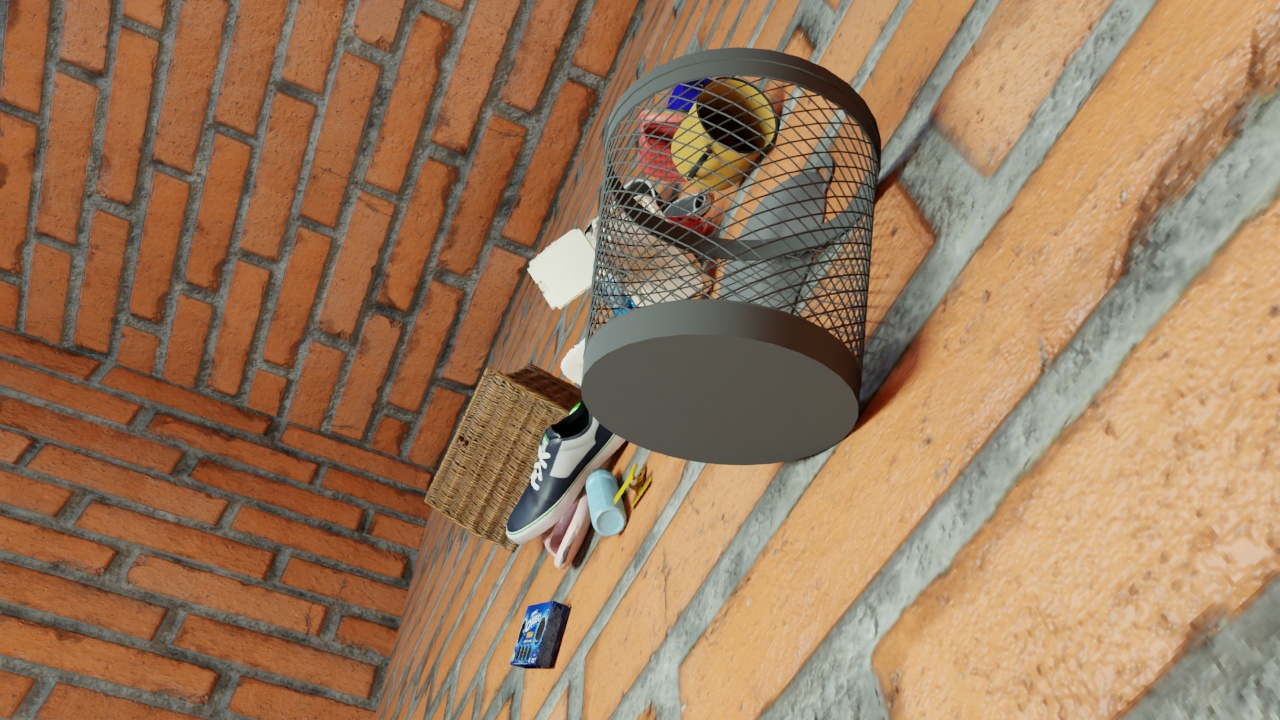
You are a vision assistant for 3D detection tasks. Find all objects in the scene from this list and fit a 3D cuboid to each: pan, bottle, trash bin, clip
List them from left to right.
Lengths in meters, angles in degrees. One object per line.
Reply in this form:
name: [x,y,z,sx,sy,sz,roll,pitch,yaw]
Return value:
bottle: [-0.044,0.166,1.108,0.130,0.040,0.040,-115,47,-72]
clip: [-0.004,0.141,1.046,0.049,0.044,0.054,-21,-32,-47]
pan: [0.021,-0.198,1.368,0.358,0.055,0.187,-4,75,61]
trash bin: [0.066,-0.065,0.677,0.218,0.217,0.226,131,152,-56]
pan: [0.093,-0.050,0.929,0.216,0.024,0.355,-93,27,-60]

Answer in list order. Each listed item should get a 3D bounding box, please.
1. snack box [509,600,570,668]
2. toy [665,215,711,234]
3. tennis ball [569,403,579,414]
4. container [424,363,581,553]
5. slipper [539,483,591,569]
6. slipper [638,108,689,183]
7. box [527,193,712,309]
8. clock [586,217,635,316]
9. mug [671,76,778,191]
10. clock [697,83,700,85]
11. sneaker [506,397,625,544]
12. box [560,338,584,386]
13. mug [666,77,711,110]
snack box: [-0.133,0.359,1.199,0.151,0.027,0.082,139,150,-63]
toy: [0.049,-0.128,1.182,0.088,0.094,0.133,39,139,53]
tennis ball: [-0.069,0.088,1.268,0.065,0.065,0.065,-160,91,-77]
container: [-0.188,0.132,1.424,0.250,0.162,0.183,-62,-3,18]
slipper: [-0.102,0.202,1.255,0.107,0.055,0.221,-64,13,11]
slipper: [0.049,-0.272,1.233,0.249,0.103,0.059,58,-146,-81]
box: [-0.014,-0.103,1.027,0.186,0.143,0.070,-35,-4,-30]
clock: [-0.016,-0.109,1.150,0.117,0.060,0.161,0,107,65]
mug: [0.089,-0.253,1.071,0.123,0.100,0.094,-54,3,-28]
clock: [0.075,-0.372,1.401,0.083,0.057,0.119,-123,49,-74]
sneaker: [-0.110,0.134,1.189,0.235,0.079,0.084,-50,27,8]
box: [-0.024,-0.007,1.089,0.109,0.136,0.120,124,163,-50]
mug: [0.084,-0.353,1.286,0.079,0.083,0.111,133,154,-58]
